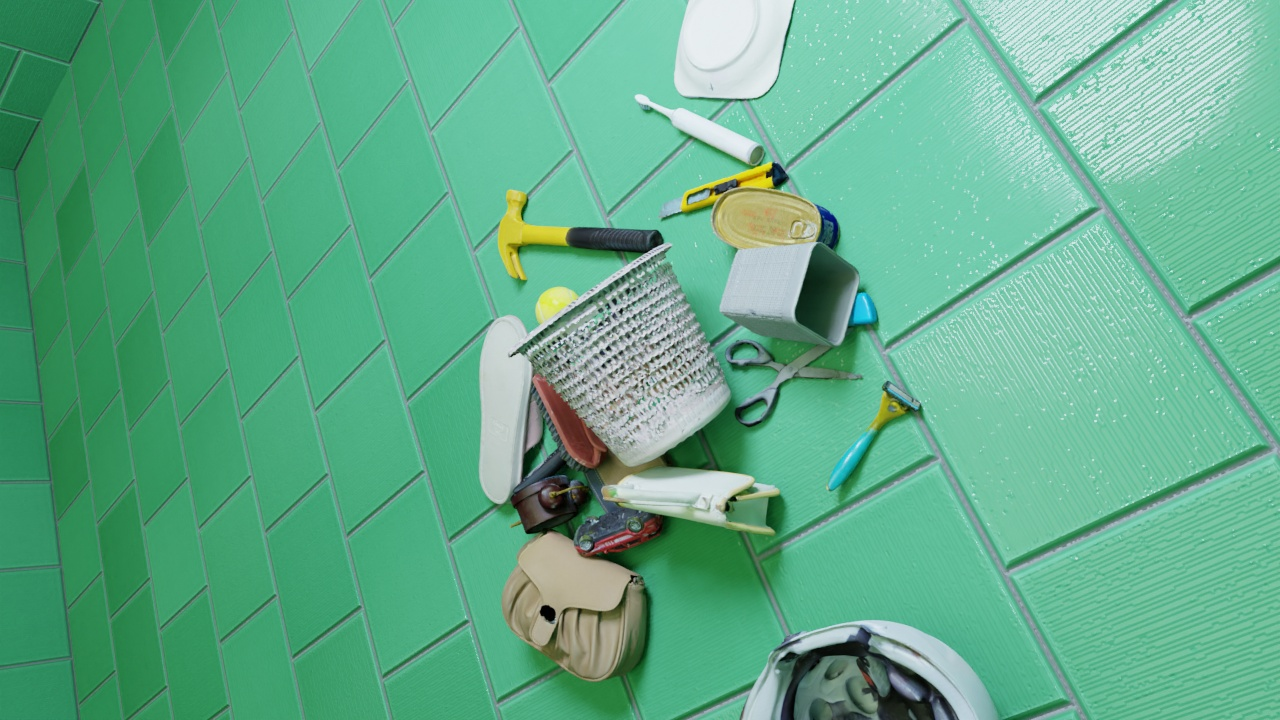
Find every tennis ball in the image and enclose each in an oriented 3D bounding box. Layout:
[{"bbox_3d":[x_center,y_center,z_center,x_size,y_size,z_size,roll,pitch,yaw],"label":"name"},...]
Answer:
[{"bbox_3d":[-0.110,-0.067,1.247,0.066,0.065,0.065,-5,82,40],"label":"tennis ball"}]

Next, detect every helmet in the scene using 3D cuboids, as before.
[{"bbox_3d":[0.227,0.355,0.863,0.259,0.145,0.229,-47,57,36],"label":"helmet"}]

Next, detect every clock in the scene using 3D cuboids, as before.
[{"bbox_3d":[-0.119,0.187,1.216,0.122,0.081,0.055,-35,69,35],"label":"clock"}]

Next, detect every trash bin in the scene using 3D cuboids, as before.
[{"bbox_3d":[-0.007,0.005,1.053,0.228,0.226,0.192,-33,92,33],"label":"trash bin"}]

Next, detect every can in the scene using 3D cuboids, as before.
[{"bbox_3d":[0.152,-0.154,1.044,0.148,0.049,0.074,18,97,40],"label":"can"}]

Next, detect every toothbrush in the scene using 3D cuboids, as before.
[{"bbox_3d":[0.066,-0.294,1.146,0.026,0.026,0.221,-41,52,-16],"label":"toothbrush"}]

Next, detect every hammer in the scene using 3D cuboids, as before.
[{"bbox_3d":[-0.093,-0.169,1.264,0.301,0.032,0.129,9,92,41],"label":"hammer"}]

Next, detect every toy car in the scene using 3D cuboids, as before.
[{"bbox_3d":[-0.027,0.211,1.142,0.121,0.052,0.045,-21,111,20],"label":"toy car"}]

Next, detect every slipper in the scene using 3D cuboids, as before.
[{"bbox_3d":[-0.182,0.071,1.298,0.114,0.054,0.274,17,107,43],"label":"slipper"}]

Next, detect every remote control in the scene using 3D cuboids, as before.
[{"bbox_3d":[-0.120,0.142,1.243,0.137,0.053,0.024,-42,93,22],"label":"remote control"}]

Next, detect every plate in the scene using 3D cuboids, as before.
[{"bbox_3d":[0.105,-0.404,1.121,0.164,0.034,0.163,15,95,39],"label":"plate"}]

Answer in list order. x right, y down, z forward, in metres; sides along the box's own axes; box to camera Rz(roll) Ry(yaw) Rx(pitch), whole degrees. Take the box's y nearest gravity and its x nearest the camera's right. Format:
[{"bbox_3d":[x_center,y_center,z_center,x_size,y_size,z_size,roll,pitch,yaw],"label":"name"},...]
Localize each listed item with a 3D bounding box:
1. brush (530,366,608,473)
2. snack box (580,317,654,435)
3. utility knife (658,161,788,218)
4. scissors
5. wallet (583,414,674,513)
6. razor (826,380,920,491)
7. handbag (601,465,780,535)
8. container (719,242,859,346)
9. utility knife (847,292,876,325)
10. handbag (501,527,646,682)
[{"bbox_3d":[-0.084,0.073,1.173,0.069,0.063,0.145,-53,54,40],"label":"brush"},{"bbox_3d":[-0.038,0.026,1.201,0.084,0.026,0.157,44,113,34],"label":"snack box"},{"bbox_3d":[0.094,-0.204,1.120,0.193,0.015,0.033,-12,75,39],"label":"utility knife"},{"bbox_3d":[0.165,0.012,1.041,0.159,0.014,0.179,44,110,32],"label":"scissors"},{"bbox_3d":[-0.018,0.135,1.170,0.115,0.033,0.090,-46,62,26],"label":"wallet"},{"bbox_3d":[0.236,0.084,0.960,0.043,0.028,0.133,34,107,5],"label":"razor"},{"bbox_3d":[0.047,0.149,1.017,0.164,0.178,0.063,1,81,42],"label":"handbag"},{"bbox_3d":[0.156,-0.071,0.986,0.114,0.090,0.090,7,76,49],"label":"container"},{"bbox_3d":[0.187,-0.051,1.024,0.162,0.018,0.034,-5,83,41],"label":"utility knife"},{"bbox_3d":[-0.088,0.311,1.164,0.205,0.099,0.148,19,96,36],"label":"handbag"}]
